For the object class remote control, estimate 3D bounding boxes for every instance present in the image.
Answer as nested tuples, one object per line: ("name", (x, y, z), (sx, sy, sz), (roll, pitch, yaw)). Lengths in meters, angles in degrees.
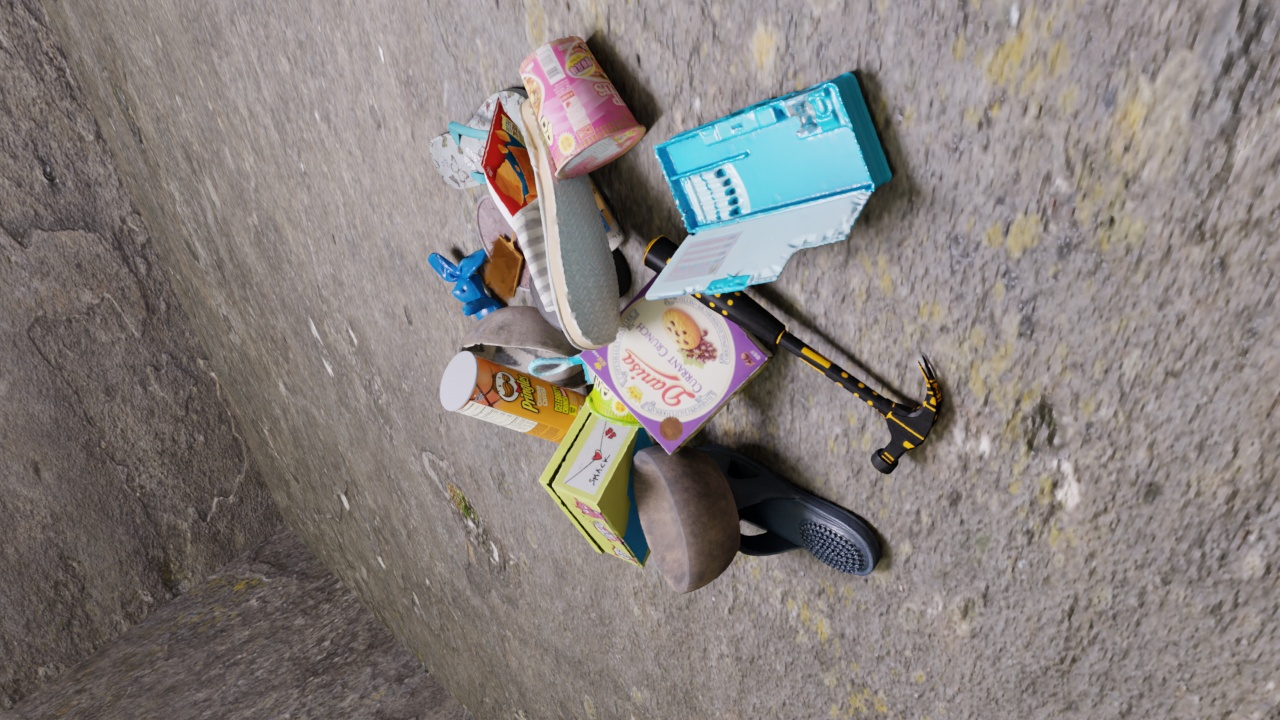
("remote control", (-0.062, -0.175, 1.002), (0.125, 0.038, 0.018), (59, -169, -7))

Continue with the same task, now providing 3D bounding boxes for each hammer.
("hammer", (0.133, -0.025, 0.862), (0.320, 0.036, 0.124), (37, 133, 17))

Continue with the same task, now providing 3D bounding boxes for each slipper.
("slipper", (0.138, 0.183, 1.033), (0.264, 0.082, 0.101), (23, 139, 39))
("slipper", (-0.193, -0.245, 1.094), (0.269, 0.054, 0.098), (-5, 119, 56))
("slipper", (-0.081, -0.139, 0.932), (0.054, 0.114, 0.272), (-19, 76, 32))

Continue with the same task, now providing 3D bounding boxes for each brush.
("brush", (-0.165, -0.124, 1.115), (0.048, 0.017, 0.127), (46, 147, 14))

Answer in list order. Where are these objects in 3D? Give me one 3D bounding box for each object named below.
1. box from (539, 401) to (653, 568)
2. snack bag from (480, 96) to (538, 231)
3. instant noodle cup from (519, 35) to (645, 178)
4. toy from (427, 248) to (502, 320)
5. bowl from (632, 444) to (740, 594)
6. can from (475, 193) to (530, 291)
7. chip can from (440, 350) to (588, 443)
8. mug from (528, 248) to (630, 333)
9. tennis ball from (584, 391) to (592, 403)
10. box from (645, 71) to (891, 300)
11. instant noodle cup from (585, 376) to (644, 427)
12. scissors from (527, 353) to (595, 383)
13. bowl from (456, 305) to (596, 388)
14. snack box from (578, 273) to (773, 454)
("box", (-0.030, 0.157, 1.125), (0.083, 0.124, 0.221), (19, 157, 24))
("snack bag", (-0.125, -0.186, 0.970), (0.039, 0.130, 0.144), (-17, 133, 18))
("instant noodle cup", (-0.062, -0.248, 0.888), (0.098, 0.097, 0.108), (-30, 87, 58))
("toy", (-0.229, -0.083, 1.281), (0.113, 0.070, 0.176), (-20, 93, 55))
("bowl", (0.052, 0.167, 1.005), (0.162, 0.070, 0.162), (165, 90, -73))
("can", (-0.144, -0.152, 1.123), (0.130, 0.044, 0.130), (34, 143, 30))
("chip can", (-0.144, 0.056, 1.170), (0.214, 0.075, 0.075), (23, 171, -40))
("mug", (-0.071, -0.078, 1.056), (0.078, 0.087, 0.114), (42, 146, 20))
("tennis ball", (-0.040, 0.064, 1.169), (0.065, 0.065, 0.065), (34, 143, 30))
("box", (0.101, -0.135, 0.784), (0.228, 0.085, 0.169), (-3, 83, 54))
("instant noodle cup", (-0.006, 0.006, 1.038), (0.099, 0.098, 0.108), (28, 120, 36))
("scissors", (-0.064, -0.010, 1.083), (0.140, 0.134, 0.011), (111, 151, -50))
("bowl", (-0.139, -0.025, 1.172), (0.178, 0.081, 0.178), (9, 163, 3))
("snack box", (0.036, -0.004, 0.949), (0.143, 0.040, 0.148), (47, 105, 11))
